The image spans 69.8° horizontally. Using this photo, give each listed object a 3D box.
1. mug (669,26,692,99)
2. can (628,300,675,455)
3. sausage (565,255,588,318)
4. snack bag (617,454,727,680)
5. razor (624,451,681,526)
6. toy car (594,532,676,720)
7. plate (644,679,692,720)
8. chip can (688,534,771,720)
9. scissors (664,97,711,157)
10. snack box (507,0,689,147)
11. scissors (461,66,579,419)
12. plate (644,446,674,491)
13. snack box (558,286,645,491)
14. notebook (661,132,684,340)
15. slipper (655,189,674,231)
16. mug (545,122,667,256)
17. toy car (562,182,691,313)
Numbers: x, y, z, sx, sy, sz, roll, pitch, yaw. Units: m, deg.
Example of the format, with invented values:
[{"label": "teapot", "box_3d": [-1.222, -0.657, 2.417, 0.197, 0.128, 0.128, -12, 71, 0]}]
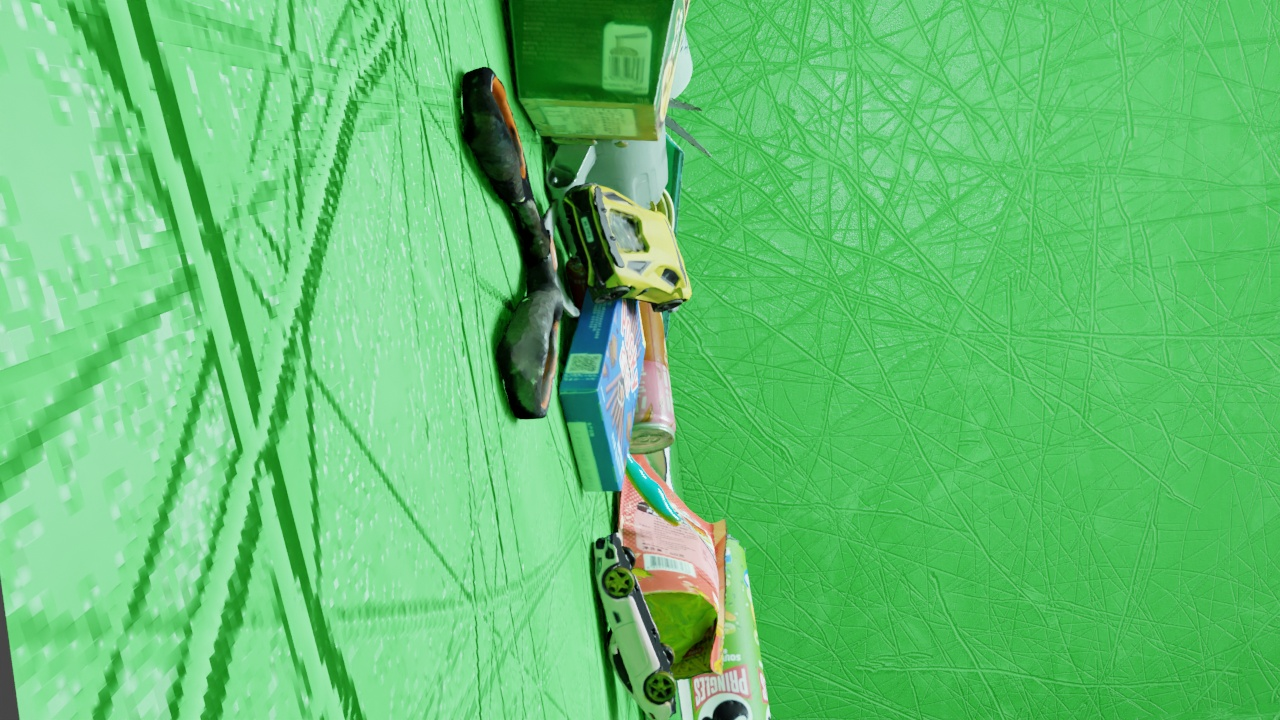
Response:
[{"label": "mug", "box_3d": [-0.004, -0.277, 0.732, 0.106, 0.082, 0.111, 65, 36, -56]}, {"label": "can", "box_3d": [-0.005, 0.005, 0.798, 0.058, 0.058, 0.147, 76, 6, -61]}, {"label": "sausage", "box_3d": [-0.035, -0.026, 0.680, 0.156, 0.020, 0.020, 77, 6, -54]}, {"label": "snack bag", "box_3d": [0.025, 0.154, 0.744, 0.128, 0.073, 0.207, 40, 18, -14]}, {"label": "razor", "box_3d": [-0.004, 0.071, 0.700, 0.132, 0.028, 0.043, 64, 4, -9]}, {"label": "toy car", "box_3d": [-0.006, 0.170, 0.586, 0.056, 0.037, 0.122, -92, 161, -87]}, {"label": "plate", "box_3d": [0.025, 0.305, 0.817, 0.162, 0.034, 0.266, -86, 168, -73]}, {"label": "chip can", "box_3d": [0.075, 0.275, 0.826, 0.072, 0.072, 0.235, 79, 5, -48]}, {"label": "scissors", "box_3d": [-0.015, -0.207, 0.694, 0.172, 0.014, 0.159, 51, -14, -10]}, {"label": "snack box", "box_3d": [-0.024, -0.191, 0.542, 0.117, 0.118, 0.105, 31, 62, -86]}, {"label": "scissors", "box_3d": [-0.050, -0.058, 0.454, 0.220, 0.022, 0.224, -94, 175, -46]}, {"label": "plate", "box_3d": [0.008, 0.092, 0.944, 0.205, 0.045, 0.205, -4, 86, -88]}, {"label": "snack box", "box_3d": [-0.021, 0.002, 0.606, 0.156, 0.026, 0.085, -80, 164, -51]}, {"label": "notebook", "box_3d": [0.001, -0.142, 0.892, 0.150, 0.012, 0.210, -123, -153, -43]}, {"label": "slipper", "box_3d": [-0.010, -0.111, 0.785, 0.190, 0.082, 0.092, -79, 159, -72]}, {"label": "mug", "box_3d": [-0.030, -0.142, 0.653, 0.103, 0.084, 0.123, 78, 32, -66]}, {"label": "toy car", "box_3d": [-0.001, -0.071, 0.591, 0.155, 0.041, 0.071, 7, 64, -65]}]
